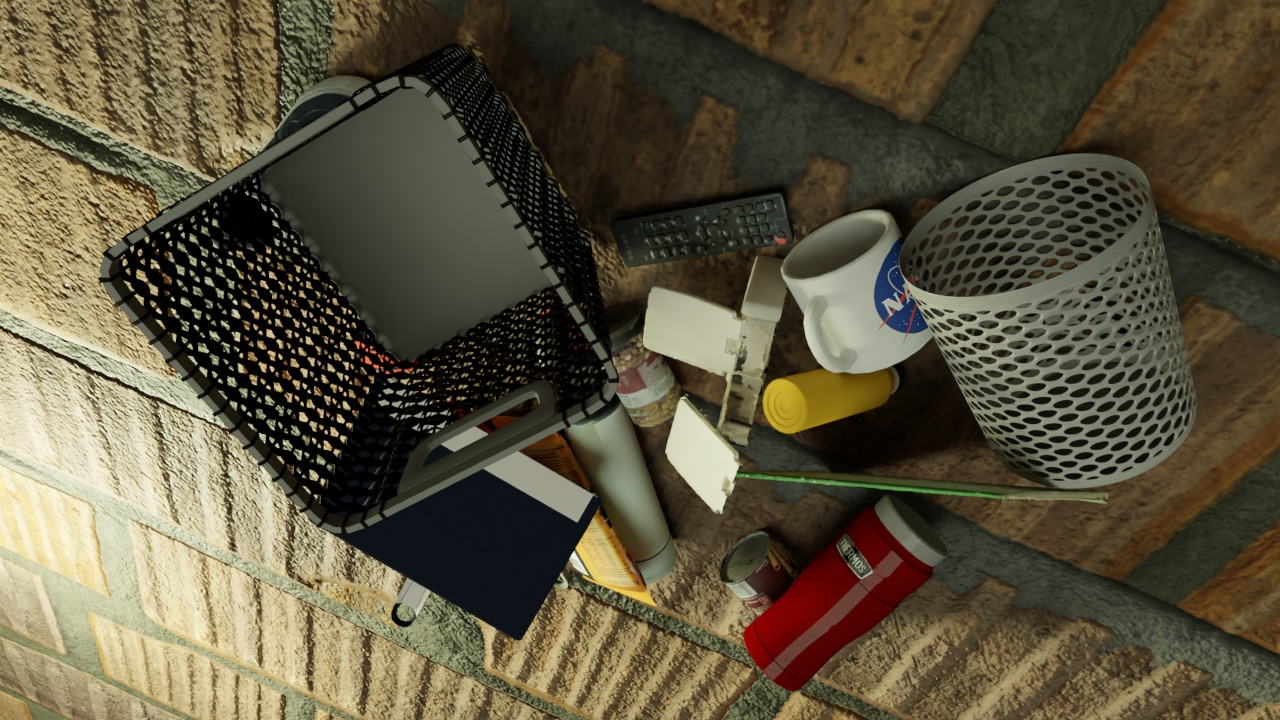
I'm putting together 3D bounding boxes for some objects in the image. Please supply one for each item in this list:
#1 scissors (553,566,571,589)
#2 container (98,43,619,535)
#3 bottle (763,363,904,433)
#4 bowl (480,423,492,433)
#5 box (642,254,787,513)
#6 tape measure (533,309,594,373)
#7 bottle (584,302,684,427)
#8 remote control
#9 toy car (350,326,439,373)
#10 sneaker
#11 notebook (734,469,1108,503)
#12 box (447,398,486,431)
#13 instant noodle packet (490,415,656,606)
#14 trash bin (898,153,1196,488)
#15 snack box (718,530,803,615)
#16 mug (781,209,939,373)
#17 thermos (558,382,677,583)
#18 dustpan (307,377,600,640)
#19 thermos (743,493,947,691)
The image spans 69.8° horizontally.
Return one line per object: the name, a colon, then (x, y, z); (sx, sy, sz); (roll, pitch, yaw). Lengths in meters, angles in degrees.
scissors: (-0.097, 0.217, 1.084); (0.157, 0.012, 0.171); (10, 130, 14)
container: (-0.177, -0.072, 0.687); (0.248, 0.243, 0.245); (-27, 115, 11)
bottle: (0.162, 0.025, 0.742); (0.043, 0.143, 0.043); (13, 108, 47)
bowl: (-0.197, 0.106, 1.015); (0.130, 0.045, 0.131); (12, 130, 14)
box: (0.048, 0.007, 0.732); (0.105, 0.186, 0.144); (13, 124, 8)
tape measure: (-0.073, -0.017, 0.857); (0.038, 0.058, 0.058); (-19, 78, 34)
bottle: (-0.005, 0.005, 0.847); (0.056, 0.056, 0.105); (-12, 121, 30)
remote control: (0.050, -0.110, 0.757); (0.150, 0.022, 0.047); (-5, 124, 24)
toy car: (-0.257, -0.013, 0.943); (0.100, 0.048, 0.051); (-7, 124, 27)
sneaker: (-0.306, -0.166, 0.815); (0.236, 0.087, 0.089); (-28, 113, 37)
notebook: (0.208, 0.099, 0.734); (0.181, 0.010, 0.253); (9, 172, -43)
box: (-0.222, 0.122, 0.952); (0.158, 0.087, 0.129); (-19, 112, 33)
instant noodle packet: (-0.074, 0.152, 0.950); (0.160, 0.032, 0.221); (-4, 118, 60)
trash bin: (0.289, -0.022, 0.639); (0.157, 0.156, 0.183); (-15, 122, 31)
snack box: (0.147, 0.244, 0.964); (0.121, 0.072, 0.072); (46, 130, -14)
mug: (0.161, -0.043, 0.696); (0.091, 0.121, 0.090); (-5, 127, 49)
thermos: (-0.020, 0.131, 0.948); (0.068, 0.067, 0.230); (-1, 126, 24)
dustpan: (-0.196, 0.173, 0.904); (0.236, 0.080, 0.273); (30, 105, 0)
thermos: (0.200, 0.226, 0.881); (0.108, 0.084, 0.199); (27, 112, -41)
